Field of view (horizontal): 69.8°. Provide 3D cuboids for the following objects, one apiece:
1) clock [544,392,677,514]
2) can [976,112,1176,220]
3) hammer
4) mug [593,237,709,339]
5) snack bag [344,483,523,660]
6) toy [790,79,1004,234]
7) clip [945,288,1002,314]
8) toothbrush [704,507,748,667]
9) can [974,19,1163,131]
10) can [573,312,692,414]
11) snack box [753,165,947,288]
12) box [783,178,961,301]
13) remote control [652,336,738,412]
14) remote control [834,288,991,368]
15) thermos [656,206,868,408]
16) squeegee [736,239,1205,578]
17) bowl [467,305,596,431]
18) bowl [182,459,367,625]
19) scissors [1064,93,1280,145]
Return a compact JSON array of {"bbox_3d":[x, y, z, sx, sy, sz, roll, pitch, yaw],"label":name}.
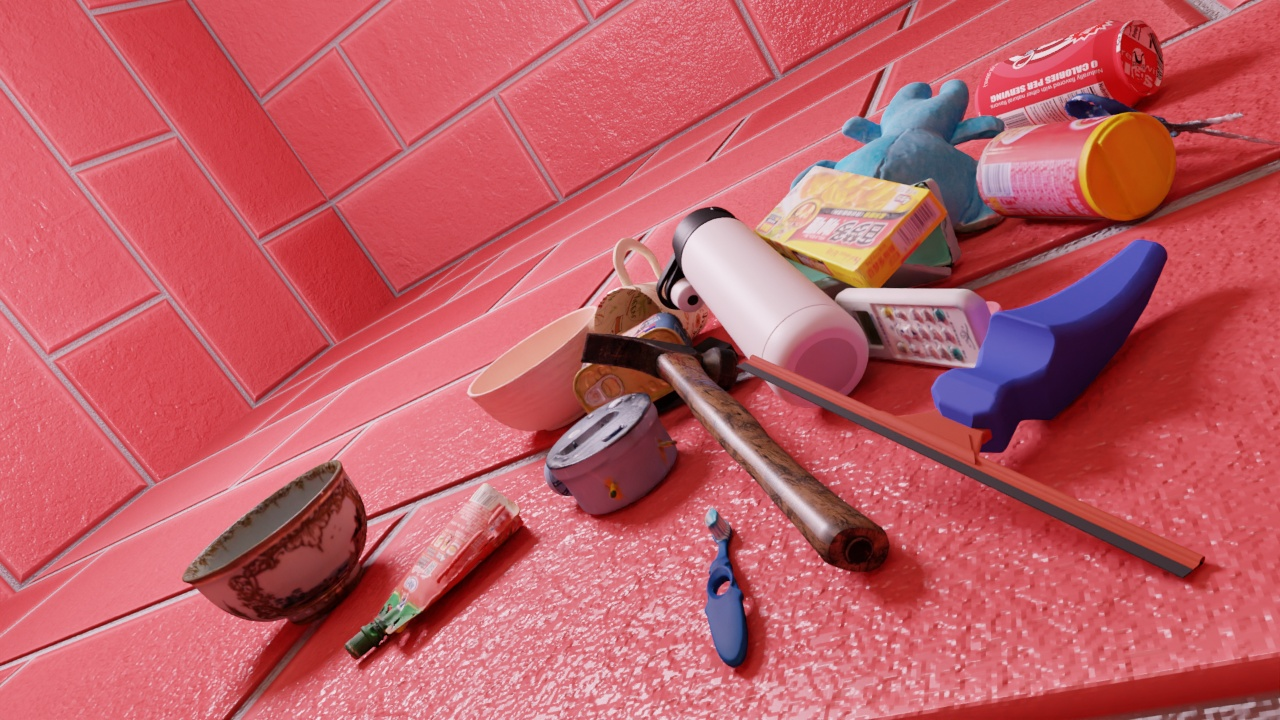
[{"bbox_3d":[-0.025,0.067,0.672,0.088,0.051,0.125,-39,16,-19],"label":"clock"},{"bbox_3d":[0.293,-0.130,0.628,0.066,0.067,0.124,-34,15,-7],"label":"can"},{"bbox_3d":[0.050,0.041,0.563,0.120,0.033,0.330,7,14,-16],"label":"hammer"},{"bbox_3d":[0.008,-0.057,0.855,0.081,0.122,0.097,-24,2,36],"label":"mug"},{"bbox_3d":[-0.156,0.159,0.681,0.154,0.044,0.087,-44,14,-23],"label":"snack bag"},{"bbox_3d":[0.229,-0.162,0.784,0.184,0.115,0.180,8,56,33],"label":"toy"},{"bbox_3d":[0.201,-0.031,0.569,0.023,0.043,0.060,-38,3,-7],"label":"clip"},{"bbox_3d":[0.042,0.112,0.470,0.021,0.016,0.132,-32,15,11],"label":"toothbrush"},{"bbox_3d":[0.371,-0.242,0.805,0.074,0.074,0.143,-40,17,-26],"label":"can"},{"bbox_3d":[-0.005,0.004,0.764,0.100,0.054,0.059,-29,15,11],"label":"can"},{"bbox_3d":[0.148,-0.100,0.672,0.075,0.025,0.152,-47,27,-1],"label":"snack box"},{"bbox_3d":[0.141,-0.071,0.717,0.091,0.077,0.189,-29,12,-40],"label":"box"},{"bbox_3d":[0.018,0.024,0.788,0.133,0.013,0.058,-35,16,-7],"label":"remote control"},{"bbox_3d":[0.171,-0.023,0.569,0.022,0.050,0.133,-33,15,-15],"label":"remote control"},{"bbox_3d":[0.077,-0.036,0.675,0.101,0.068,0.229,-66,27,21],"label":"thermos"},{"bbox_3d":[0.196,-0.002,0.451,0.184,0.055,0.249,-37,34,-17],"label":"squeegee"},{"bbox_3d":[-0.085,0.019,0.890,0.153,0.076,0.153,-30,14,8],"label":"bowl"},{"bbox_3d":[-0.301,0.172,0.804,0.160,0.094,0.159,-30,16,9],"label":"bowl"},{"bbox_3d":[0.338,-0.154,0.599,0.130,0.117,0.014,-122,51,-79],"label":"scissors"}]
